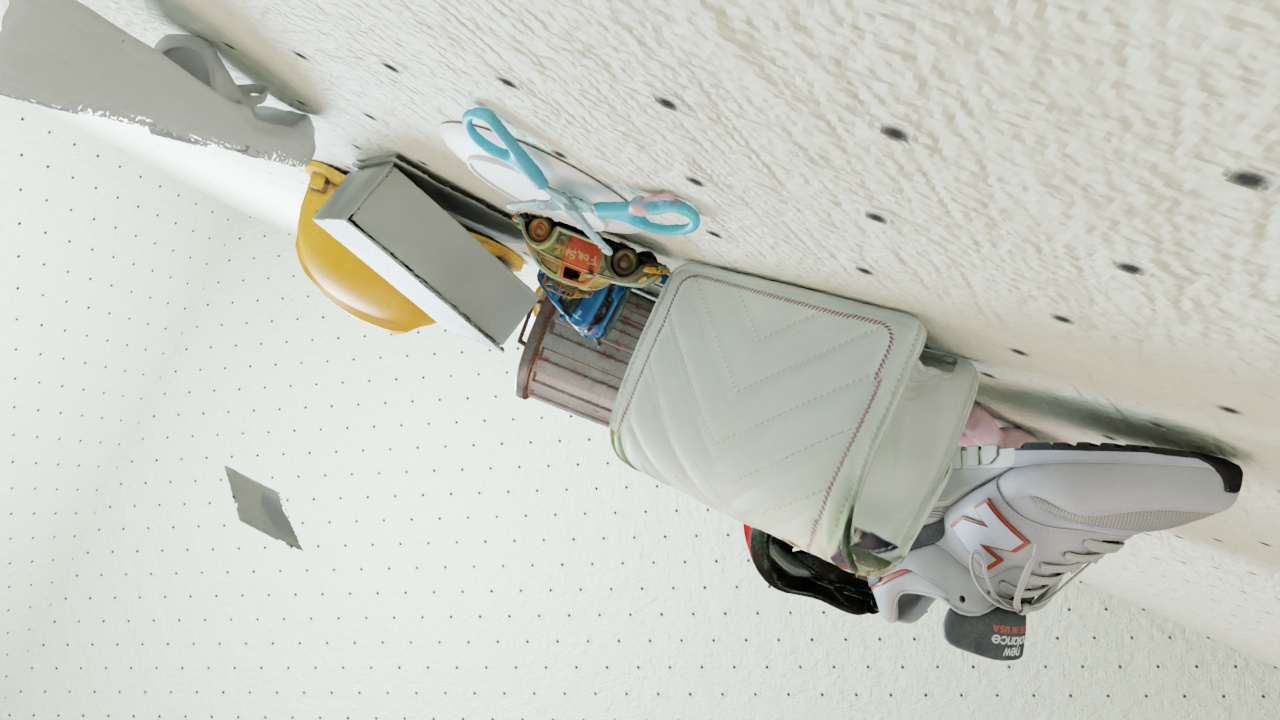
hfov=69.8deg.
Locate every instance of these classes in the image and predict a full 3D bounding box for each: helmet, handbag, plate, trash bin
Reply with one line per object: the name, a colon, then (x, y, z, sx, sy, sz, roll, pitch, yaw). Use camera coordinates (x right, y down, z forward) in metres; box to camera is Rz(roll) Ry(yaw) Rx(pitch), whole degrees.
helmet: (0.212, 0.140, 0.867, 0.271, 0.218, 0.166, 28, -141, -37)
helmet: (-0.267, -0.100, 0.983, 0.255, 0.131, 0.205, 24, 177, 14)
handbag: (0.085, 0.032, 0.557, 0.199, 0.142, 0.096, 22, 178, 45)
plate: (-0.060, -0.103, 0.550, 0.134, 0.011, 0.134, 24, 176, 1)
trash bin: (-0.005, 0.005, 0.811, 0.211, 0.130, 0.131, 23, 176, 3)

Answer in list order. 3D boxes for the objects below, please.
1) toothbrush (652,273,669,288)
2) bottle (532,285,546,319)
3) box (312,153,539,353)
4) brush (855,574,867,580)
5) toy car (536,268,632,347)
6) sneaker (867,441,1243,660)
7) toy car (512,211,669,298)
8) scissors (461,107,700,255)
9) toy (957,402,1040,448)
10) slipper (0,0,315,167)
toothbrush: (0.029, -0.052, 0.672, 0.167, 0.014, 0.014, 25, 143, -5)
bottle: (-0.079, -0.054, 0.970, 0.063, 0.063, 0.108, 24, 178, 1)
box: (-0.121, -0.226, 0.788, 0.171, 0.403, 0.169, 27, 176, -29)
brush: (0.191, 0.090, 0.647, 0.045, 0.143, 0.008, 12, 172, 31)
toy car: (-0.046, -0.054, 0.694, 0.043, 0.056, 0.120, 25, -170, -28)
sneaker: (0.224, 0.115, 0.546, 0.088, 0.124, 0.240, 10, 169, -35)
toy car: (-0.038, -0.065, 0.615, 0.112, 0.047, 0.047, 23, -166, 18)
scissors: (-0.036, -0.090, 0.483, 0.135, 0.015, 0.135, 2, 153, 39)
toy: (0.261, 0.068, 0.661, 0.110, 0.047, 0.063, 36, 172, -5)
slipper: (-0.295, -0.171, 0.585, 0.112, 0.075, 0.246, 30, -172, 13)
